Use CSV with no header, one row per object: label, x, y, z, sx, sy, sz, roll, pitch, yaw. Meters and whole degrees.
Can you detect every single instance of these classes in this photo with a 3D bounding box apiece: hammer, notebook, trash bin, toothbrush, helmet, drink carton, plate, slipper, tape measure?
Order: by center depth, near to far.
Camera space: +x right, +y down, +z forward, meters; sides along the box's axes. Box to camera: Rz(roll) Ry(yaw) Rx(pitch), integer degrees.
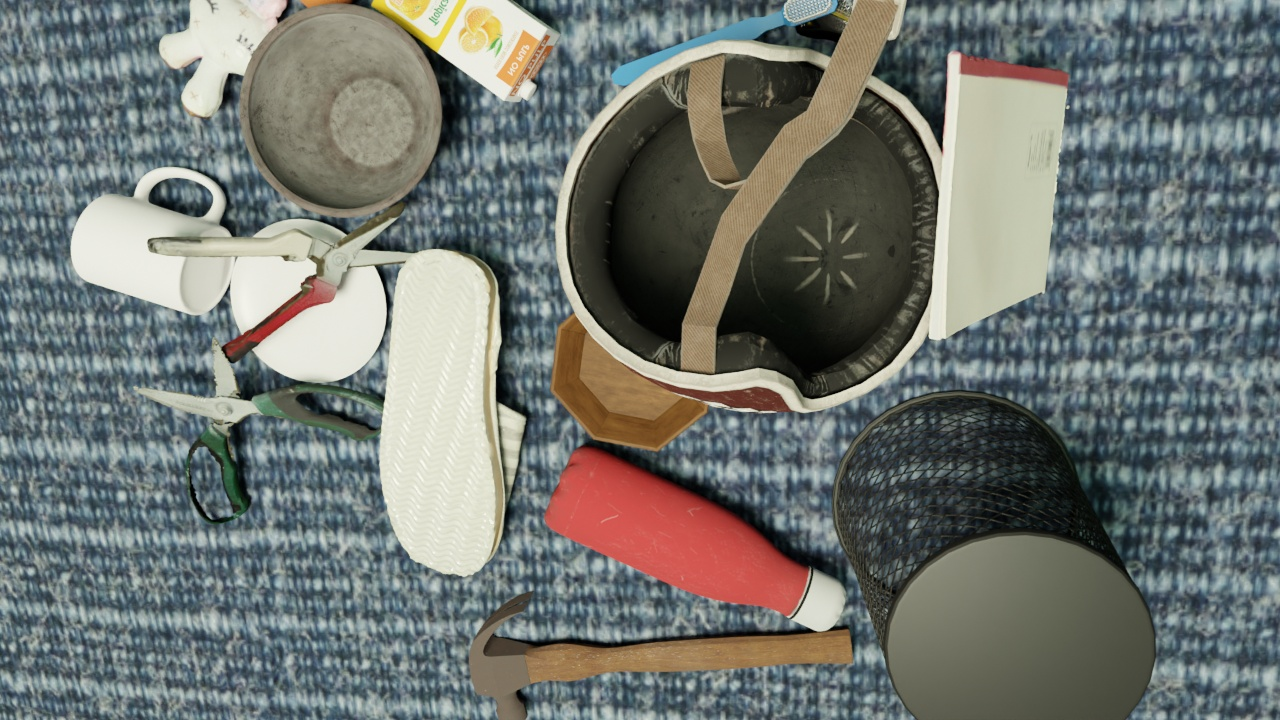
helmet,0.071,-0.085,0.557,0.234,0.253,0.233,1,89,35
notebook,0.224,-0.103,0.563,0.012,0.208,0.153,10,107,37
trash bin,0.226,0.138,0.611,0.184,0.209,0.184,2,104,9
tape measure,0.142,-0.243,0.618,0.062,0.034,0.061,24,114,17
toothbrush,0.053,-0.221,0.634,0.167,0.014,0.016,-13,97,24
drink carton,-0.122,-0.243,0.660,0.122,0.040,0.059,35,107,-1
plate,-0.004,0.004,0.711,0.131,0.025,0.131,2,105,9
slipper,-0.150,0.043,0.731,0.114,0.054,0.273,7,110,11
plate,-0.269,-0.048,0.749,0.134,0.011,0.135,2,105,9
hammer,0.012,0.247,0.770,0.323,0.033,0.115,-6,105,10

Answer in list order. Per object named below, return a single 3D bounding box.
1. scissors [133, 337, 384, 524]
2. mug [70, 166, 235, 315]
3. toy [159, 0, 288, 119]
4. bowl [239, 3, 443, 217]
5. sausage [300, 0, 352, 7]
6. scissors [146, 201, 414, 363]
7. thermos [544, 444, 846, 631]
scissors,-0.318,0.072,0.771,0.201,0.015,0.205,13,123,-12
mug,-0.378,-0.101,0.730,0.090,0.074,0.110,17,81,5
toy,-0.314,-0.246,0.693,0.123,0.038,0.079,-40,87,13
bowl,-0.207,-0.178,0.672,0.145,0.067,0.145,1,98,5
sausage,-0.273,-0.320,0.664,0.164,0.044,0.039,51,141,-5
scissors,-0.272,-0.068,0.698,0.179,0.015,0.199,26,116,-33
thermos,0.046,0.144,0.715,0.240,0.073,0.073,24,107,2
